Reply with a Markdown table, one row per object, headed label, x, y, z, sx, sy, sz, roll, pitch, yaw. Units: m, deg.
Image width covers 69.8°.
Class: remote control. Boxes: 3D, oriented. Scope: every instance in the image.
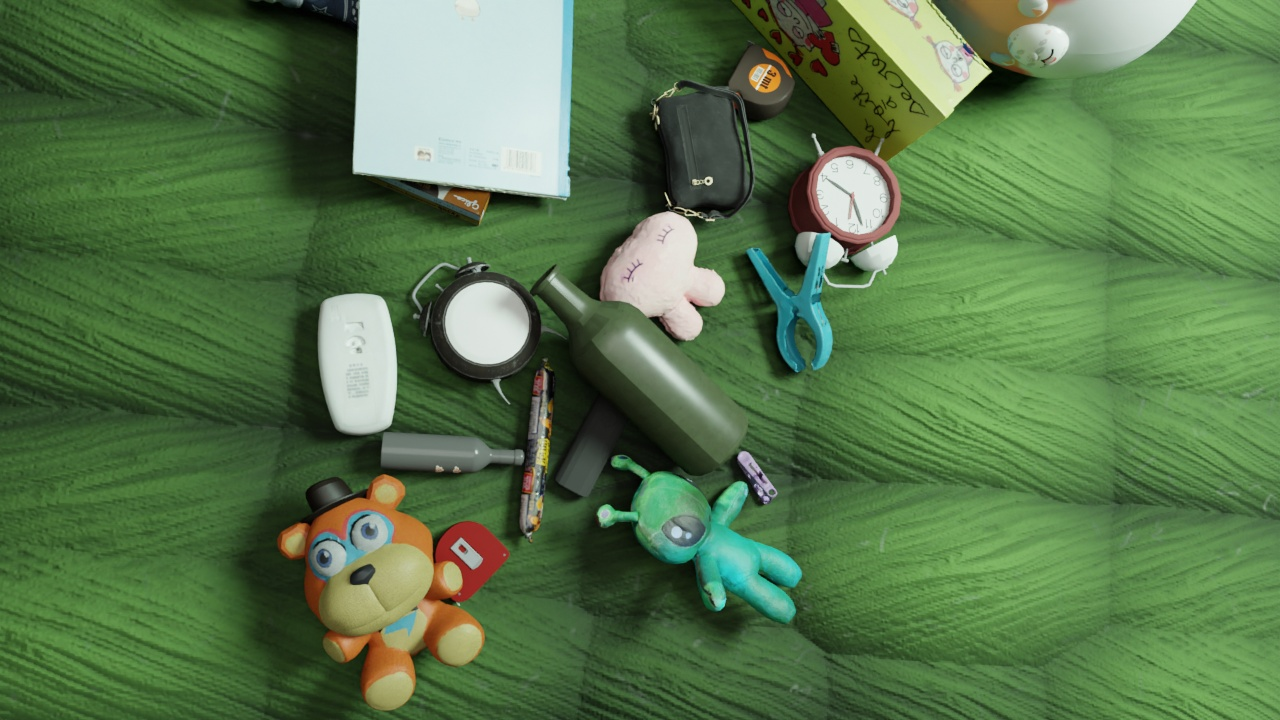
| label | x | y | z | sx | sy | sz | roll | pitch | yaw |
| --- | --- | --- | --- | --- | --- | --- | --- | --- | --- |
| remote control | -0.026 | 0.046 | 0.785 | 0.033 | 0.015 | 0.146 | 30 | 78 | -7 |
| remote control | -0.227 | 0.003 | 0.739 | 0.060 | 0.028 | 0.114 | -7 | 84 | -13 |

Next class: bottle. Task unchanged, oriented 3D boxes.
| label | x | y | z | sx | sy | sz | roll | pitch | yaw |
| --- | --- | --- | --- | --- | --- | --- | --- | --- | --- |
| bottle | -0.004 | 0.004 | 0.746 | 0.207 | 0.071 | 0.071 | 44 | 76 | -14 |
| bottle | -0.151 | 0.076 | 0.746 | 0.113 | 0.030 | 0.030 | 4 | 82 | -12 |

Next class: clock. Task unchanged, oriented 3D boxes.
| label | x | y | z | sx | sy | sz | roll | pitch | yaw |
| --- | --- | --- | --- | --- | --- | --- | --- | --- | --- |
| clock | 0.188 | -0.134 | 0.839 | 0.096 | 0.048 | 0.137 | 0 | 82 | -13 |
| clock | -0.131 | -0.031 | 0.757 | 0.123 | 0.044 | 0.091 | 41 | 76 | -5 |

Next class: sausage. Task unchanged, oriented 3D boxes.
| label | x | y | z | sx | sy | sz | roll | pitch | yaw |
| --- | --- | --- | --- | --- | --- | --- | --- | --- | --- |
| sausage | -0.086 | 0.074 | 0.766 | 0.020 | 0.020 | 0.155 | 7 | 82 | -12 |

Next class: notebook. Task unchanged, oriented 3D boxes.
| label | x | y | z | sx | sy | sz | roll | pitch | yaw |
| --- | --- | --- | --- | --- | --- | --- | --- | --- | --- |
| notebook | -0.139 | -0.266 | 0.752 | 0.180 | 0.009 | 0.253 | 3 | 87 | -26 |

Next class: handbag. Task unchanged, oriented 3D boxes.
| label | x | y | z | sx | sy | sz | roll | pitch | yaw |
| --- | --- | --- | --- | --- | --- | --- | --- | --- | --- |
| handbag | 0.053 | -0.187 | 0.814 | 0.079 | 0.054 | 0.128 | -10 | 87 | -10 |

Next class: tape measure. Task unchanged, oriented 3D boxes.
| label | x | y | z | sx | sy | sz | roll | pitch | yaw |
| --- | --- | --- | --- | --- | --- | --- | --- | --- | --- |
| tape measure | 0.111 | -0.252 | 0.844 | 0.059 | 0.038 | 0.058 | 27 | 77 | 6 |
| tape measure | -0.143 | 0.160 | 0.743 | 0.051 | 0.019 | 0.059 | 45 | 76 | -4 |

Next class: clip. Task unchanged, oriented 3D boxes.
| label | x | y | z | sx | sy | sz | roll | pitch | yaw |
| --- | --- | --- | --- | --- | --- | --- | --- | --- | --- |
| clip | 0.149 | -0.051 | 0.809 | 0.027 | 0.103 | 0.120 | -16 | 99 | -52 |
| clip | 0.103 | 0.107 | 0.808 | 0.014 | 0.045 | 0.051 | -30 | 48 | -16 |

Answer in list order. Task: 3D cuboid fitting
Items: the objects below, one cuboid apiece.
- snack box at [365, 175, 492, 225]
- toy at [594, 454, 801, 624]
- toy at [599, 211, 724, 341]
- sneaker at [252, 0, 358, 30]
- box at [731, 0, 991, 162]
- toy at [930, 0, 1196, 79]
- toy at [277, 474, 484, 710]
| label | x | y | z | sx | sy | sz | roll | pitch | yaw |
| --- | --- | --- | --- | --- | --- | --- | --- | --- | --- |
| snack box | -0.150 | -0.222 | 0.783 | 0.101 | 0.032 | 0.185 | 22 | 79 | -9 |
| toy | 0.050 | 0.151 | 0.765 | 0.193 | 0.073 | 0.130 | 35 | 38 | -9 |
| toy | 0.022 | -0.069 | 0.796 | 0.105 | 0.053 | 0.108 | 38 | 75 | -21 |
| sneaker | -0.221 | -0.389 | 0.769 | 0.132 | 0.103 | 0.269 | 27 | 78 | -23 |
| box | 0.193 | -0.294 | 0.824 | 0.080 | 0.124 | 0.221 | -42 | 95 | -14 |
| toy | 0.364 | -0.382 | 0.805 | 0.281 | 0.263 | 0.265 | 8 | 78 | 6 |
| toy | -0.200 | 0.168 | 0.698 | 0.112 | 0.096 | 0.176 | -32 | 79 | -11 |
